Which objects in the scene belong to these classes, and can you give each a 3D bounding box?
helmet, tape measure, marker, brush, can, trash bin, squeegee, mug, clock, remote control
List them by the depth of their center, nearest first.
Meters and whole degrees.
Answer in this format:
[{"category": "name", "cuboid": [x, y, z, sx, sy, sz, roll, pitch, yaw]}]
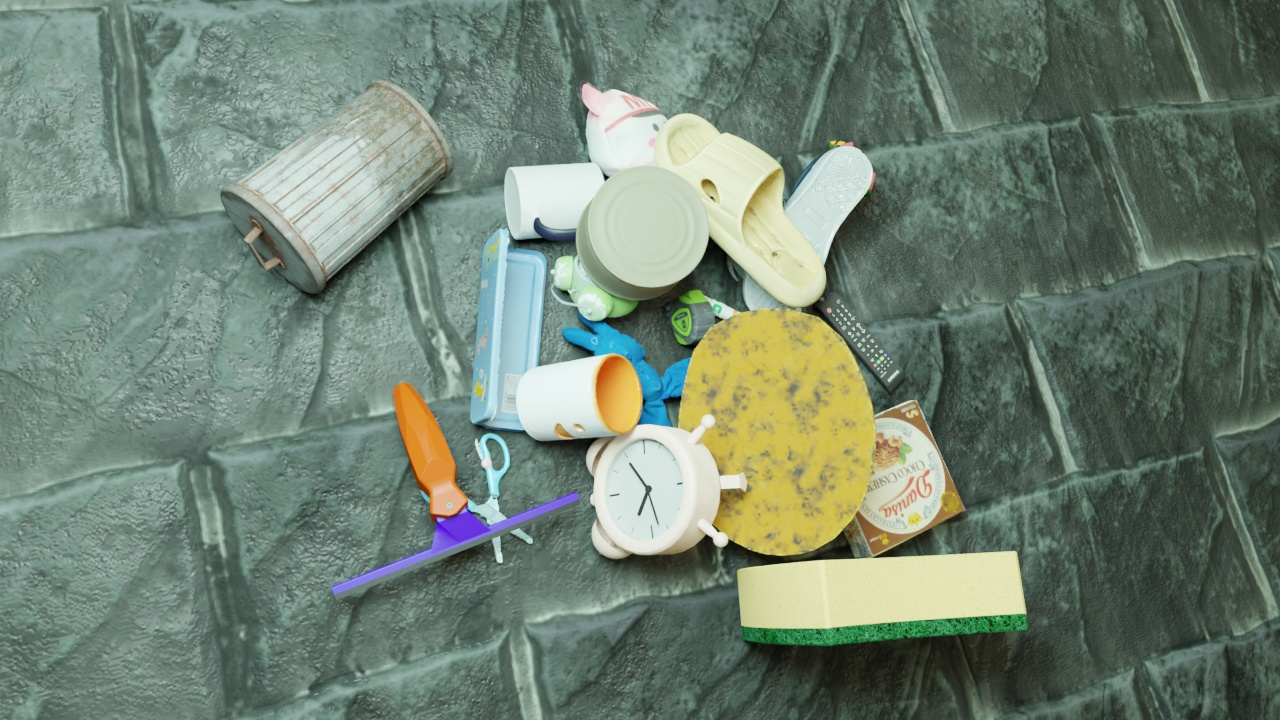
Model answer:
[{"category": "squeegee", "cuboid": [-0.209, 0.102, 0.917, 0.249, 0.055, 0.184, -19, 66, -19]}, {"category": "trash bin", "cuboid": [-0.308, -0.172, 0.928, 0.131, 0.131, 0.210, 43, 66, -3]}, {"category": "mug", "cuboid": [-0.063, 0.040, 0.944, 0.082, 0.105, 0.082, 17, 69, -53]}, {"category": "can", "cuboid": [0.002, -0.130, 0.945, 0.127, 0.073, 0.127, 1, 85, -12]}, {"category": "clock", "cuboid": [0.020, 0.134, 0.948, 0.086, 0.161, 0.131, 17, 64, -57]}, {"category": "brush", "cuboid": [0.241, 0.246, 0.951, 0.250, 0.195, 0.075, 1, 75, -17]}, {"category": "helmet", "cuboid": [0.156, 0.072, 0.997, 0.206, 0.131, 0.255, -4, 90, 20]}, {"category": "mug", "cuboid": [-0.090, -0.167, 1.011, 0.096, 0.079, 0.111, -8, 43, -19]}, {"category": "clock", "cuboid": [-0.043, -0.086, 1.014, 0.119, 0.043, 0.094, -18, 49, -32]}, {"category": "tape measure", "cuboid": [0.061, -0.048, 1.046, 0.035, 0.066, 0.058, -11, 86, -28]}, {"category": "marker", "cuboid": [0.124, -0.045, 1.090, 0.145, 0.017, 0.017, 25, 69, -10]}, {"category": "remote control", "cuboid": [0.271, -0.023, 1.130, 0.033, 0.015, 0.147, -41, 90, -23]}]

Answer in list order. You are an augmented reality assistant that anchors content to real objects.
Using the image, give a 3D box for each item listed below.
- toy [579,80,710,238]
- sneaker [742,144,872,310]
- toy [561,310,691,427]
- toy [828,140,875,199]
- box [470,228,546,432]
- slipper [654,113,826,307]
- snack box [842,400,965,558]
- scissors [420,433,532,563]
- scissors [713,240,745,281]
[{"category": "toy", "cuboid": [0.001, -0.222, 1.058, 0.141, 0.084, 0.213, -24, 88, -51]}, {"category": "sneaker", "cuboid": [0.191, -0.159, 1.109, 0.089, 0.087, 0.235, 34, 90, -14]}, {"category": "toy", "cuboid": [-0.006, 0.006, 1.010, 0.176, 0.071, 0.112, 44, 79, -3]}, {"category": "toy", "cuboid": [0.259, -0.239, 1.173, 0.084, 0.046, 0.103, 24, 64, 4]}, {"category": "box", "cuboid": [-0.138, -0.033, 0.972, 0.072, 0.079, 0.210, 6, 73, -13]}, {"category": "slipper", "cuboid": [0.119, -0.172, 1.002, 0.261, 0.079, 0.111, 50, 56, -1]}, {"category": "snack box", "cuboid": [0.289, 0.138, 1.078, 0.143, 0.041, 0.147, -19, 81, -22]}, {"category": "scissors", "cuboid": [-0.172, 0.146, 0.947, 0.119, 0.015, 0.138, -6, 72, -19]}, {"category": "scissors", "cuboid": [0.110, -0.174, 1.119, 0.131, 0.019, 0.149, 38, 67, -4]}]
